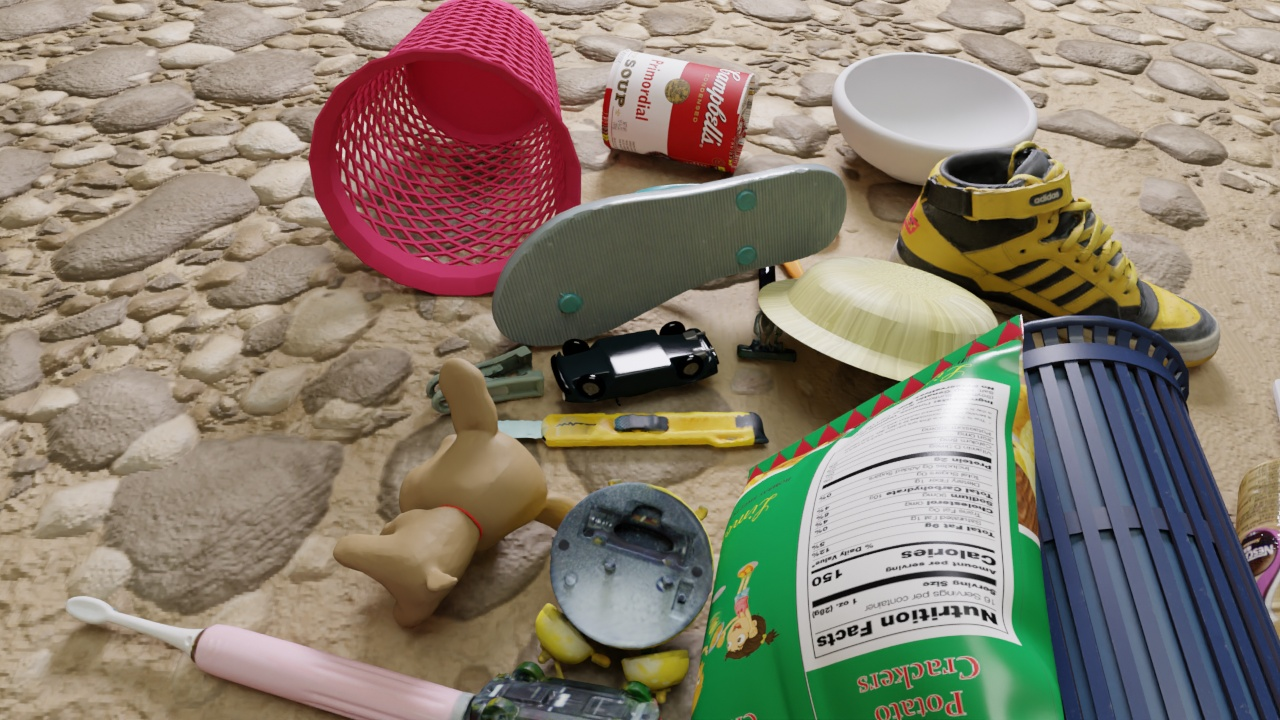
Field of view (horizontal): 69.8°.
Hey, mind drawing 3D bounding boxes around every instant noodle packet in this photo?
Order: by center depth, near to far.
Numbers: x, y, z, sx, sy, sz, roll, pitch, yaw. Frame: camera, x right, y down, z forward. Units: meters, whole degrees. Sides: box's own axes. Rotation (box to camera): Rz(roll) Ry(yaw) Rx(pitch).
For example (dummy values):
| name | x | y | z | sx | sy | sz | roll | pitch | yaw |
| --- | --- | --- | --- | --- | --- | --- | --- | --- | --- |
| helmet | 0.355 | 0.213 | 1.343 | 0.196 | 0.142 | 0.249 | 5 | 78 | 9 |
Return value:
| name | x | y | z | sx | sy | sz | roll | pitch | yaw |
| --- | --- | --- | --- | --- | --- | --- | --- | --- | --- |
| instant noodle packet | 0.102 | 0.109 | 0.428 | 0.090 | 0.196 | 0.252 | 36 | 42 | -18 |

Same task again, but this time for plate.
| name | x | y | z | sx | sy | sz | roll | pitch | yaw |
| --- | --- | --- | --- | --- | --- | --- | --- | --- | --- |
| plate | 0.174 | -0.037 | 0.620 | 0.184 | 0.036 | 0.184 | 11 | 23 | -5 |

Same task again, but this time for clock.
| name | x | y | z | sx | sy | sz | roll | pitch | yaw |
| --- | --- | --- | --- | --- | --- | --- | --- | --- | --- |
| clock | -0.008 | 0.121 | 0.473 | 0.083 | 0.057 | 0.118 | 16 | 70 | 8 |

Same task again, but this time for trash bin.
| name | x | y | z | sx | sy | sz | roll | pitch | yaw |
| --- | --- | --- | --- | --- | --- | --- | --- | --- | --- |
| trash bin | 0.228 | 0.113 | 0.451 | 0.139 | 0.139 | 0.248 | 6 | 46 | 2 |

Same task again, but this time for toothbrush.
| name | x | y | z | sx | sy | sz | roll | pitch | yaw |
| --- | --- | --- | --- | --- | --- | --- | --- | --- | --- |
| toothbrush | -0.189 | 0.151 | 0.461 | 0.223 | 0.027 | 0.027 | 13 | 66 | 9 |

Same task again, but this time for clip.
| name | x | y | z | sx | sy | sz | roll | pitch | yaw |
| --- | --- | --- | --- | --- | --- | --- | --- | --- | --- |
| clip | -0.099 | 0.019 | 0.604 | 0.078 | 0.023 | 0.050 | -28 | 51 | -30 |

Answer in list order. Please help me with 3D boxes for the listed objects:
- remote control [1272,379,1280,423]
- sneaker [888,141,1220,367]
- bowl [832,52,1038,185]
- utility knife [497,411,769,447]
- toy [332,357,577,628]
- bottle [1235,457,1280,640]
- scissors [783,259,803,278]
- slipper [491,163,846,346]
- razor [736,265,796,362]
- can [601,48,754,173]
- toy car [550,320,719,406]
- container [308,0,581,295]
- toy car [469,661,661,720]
| name | x | y | z | sx | sy | sz | roll | pitch | yaw |
| --- | --- | --- | --- | --- | --- | --- | --- | --- | --- |
| remote control | 0.443 | 0.062 | 0.603 | 0.033 | 0.012 | 0.130 | 13 | 45 | 13 |
| sneaker | 0.309 | -0.082 | 0.663 | 0.239 | 0.122 | 0.085 | 18 | 48 | 15 |
| bowl | 0.256 | -0.207 | 0.823 | 0.176 | 0.066 | 0.176 | 2 | 45 | -2 |
| utility knife | -0.013 | 0.046 | 0.590 | 0.191 | 0.018 | 0.030 | -3 | 36 | -2 |
| toy | -0.099 | 0.084 | 0.493 | 0.106 | 0.134 | 0.108 | -16 | 28 | 45 |
| bottle | 0.356 | 0.127 | 0.498 | 0.060 | 0.060 | 0.165 | 22 | 49 | 17 |
| scissors | 0.107 | -0.103 | 0.748 | 0.125 | 0.011 | 0.128 | -34 | 55 | -29 |
| slipper | 0.017 | -0.090 | 0.653 | 0.268 | 0.098 | 0.054 | -19 | 40 | -9 |
| razor | 0.094 | -0.058 | 0.687 | 0.043 | 0.022 | 0.144 | 5 | 50 | 0 |
| can | 0.034 | -0.219 | 0.807 | 0.116 | 0.087 | 0.086 | 14 | 45 | 9 |
| toy car | -0.004 | 0.004 | 0.617 | 0.112 | 0.034 | 0.046 | -11 | 47 | -16 |
| container | -0.135 | -0.189 | 0.718 | 0.183 | 0.183 | 0.225 | 1 | 37 | -3 |
| toy car | -0.035 | 0.170 | 0.433 | 0.091 | 0.036 | 0.042 | -2 | 11 | 16 |
